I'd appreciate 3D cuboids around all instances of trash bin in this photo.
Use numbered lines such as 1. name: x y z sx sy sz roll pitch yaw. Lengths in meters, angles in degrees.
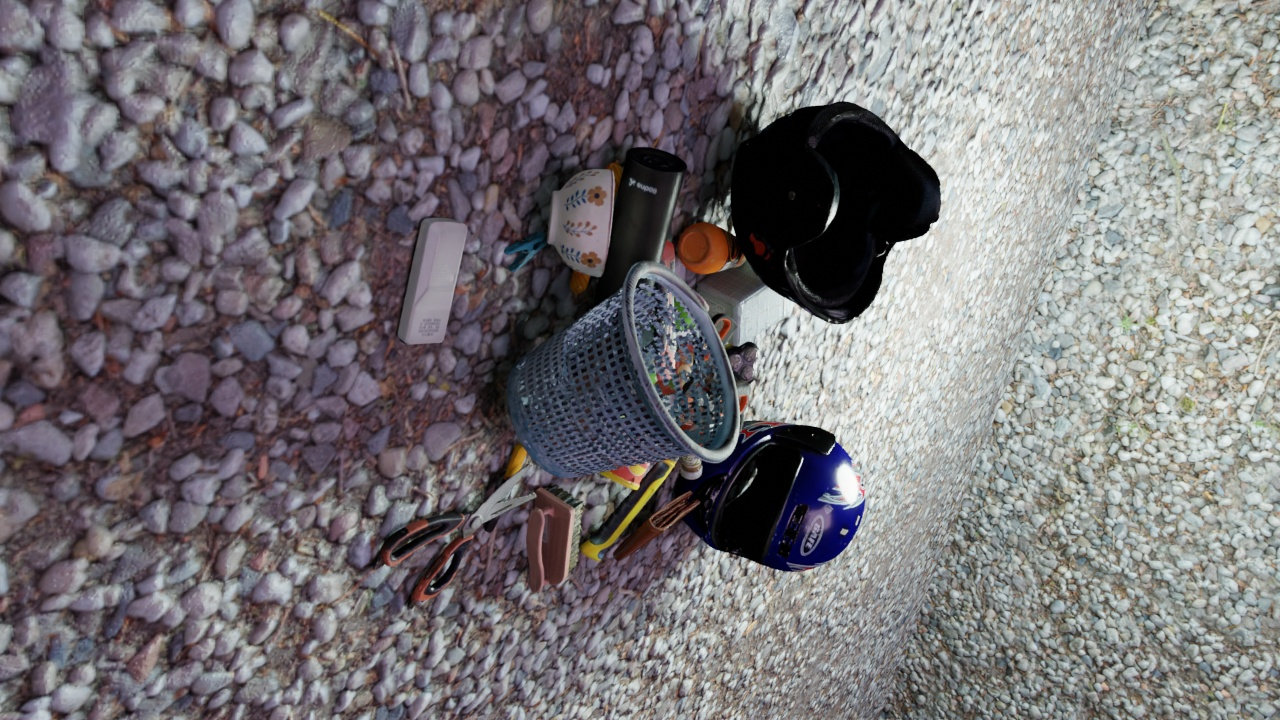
1. trash bin: -0.030 0.031 1.007 0.226 0.195 0.226 43 35 -41

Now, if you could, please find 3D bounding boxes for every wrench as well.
1. wrench: 0.026 -0.109 1.111 0.056 0.016 0.273 -17 109 -43

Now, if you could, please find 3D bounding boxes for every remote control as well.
1. remote control: -0.200 -0.076 0.888 0.048 0.024 0.125 -7 119 -51

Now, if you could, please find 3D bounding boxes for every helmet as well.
1. helmet: 0.229 -0.191 1.181 0.233 0.230 0.275 -7 108 -35
2. helmet: 0.234 0.230 1.512 0.314 0.240 0.247 -4 115 -52

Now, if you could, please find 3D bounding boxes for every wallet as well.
1. wallet: 0.022 0.249 1.376 0.101 0.032 0.124 -43 169 36

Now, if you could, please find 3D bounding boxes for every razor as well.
1. razor: 0.136 0.021 1.352 0.062 0.067 0.168 -24 164 -11

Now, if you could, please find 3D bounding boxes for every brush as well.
1. brush: -0.118 0.237 1.196 0.072 0.063 0.146 -29 137 -46

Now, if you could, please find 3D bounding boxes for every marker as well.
1. marker: -0.164 0.155 1.116 0.018 0.015 0.124 5 112 -53

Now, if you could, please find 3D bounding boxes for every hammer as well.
1. hammer: 0.031 0.158 1.306 0.323 0.032 0.126 -51 134 5

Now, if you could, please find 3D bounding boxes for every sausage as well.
1. sausage: -0.051 -0.149 1.041 0.021 0.021 0.165 -1 115 -54

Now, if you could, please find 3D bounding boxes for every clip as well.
1. clip: -0.121 -0.119 0.974 0.055 0.013 0.038 -42 143 -28

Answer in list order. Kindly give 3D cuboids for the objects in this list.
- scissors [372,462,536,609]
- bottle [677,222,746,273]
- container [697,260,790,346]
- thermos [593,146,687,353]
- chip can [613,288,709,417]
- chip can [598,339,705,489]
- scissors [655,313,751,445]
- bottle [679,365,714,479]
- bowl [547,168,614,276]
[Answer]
1. scissors: -0.212 0.200 1.070 0.226 0.015 0.189 -58 145 2
2. bottle: 0.106 -0.147 1.226 0.149 0.067 0.067 -6 118 -60
3. container: 0.143 -0.087 1.293 0.111 0.090 0.090 -34 137 -32
4. thermos: 0.002 -0.117 1.058 0.068 0.090 0.243 -69 174 -58
5. chip can: -0.007 0.007 1.170 0.235 0.072 0.072 -54 146 -10
6. chip can: 0.015 0.066 1.242 0.216 0.073 0.073 -61 147 -2
7. scissors: 0.070 0.036 1.200 0.220 0.022 0.229 14 94 -44
8. bottle: 0.078 0.091 1.359 0.059 0.060 0.206 -33 137 -37
9. bowl: -0.065 -0.147 0.966 0.062 0.113 0.114 4 117 -9
